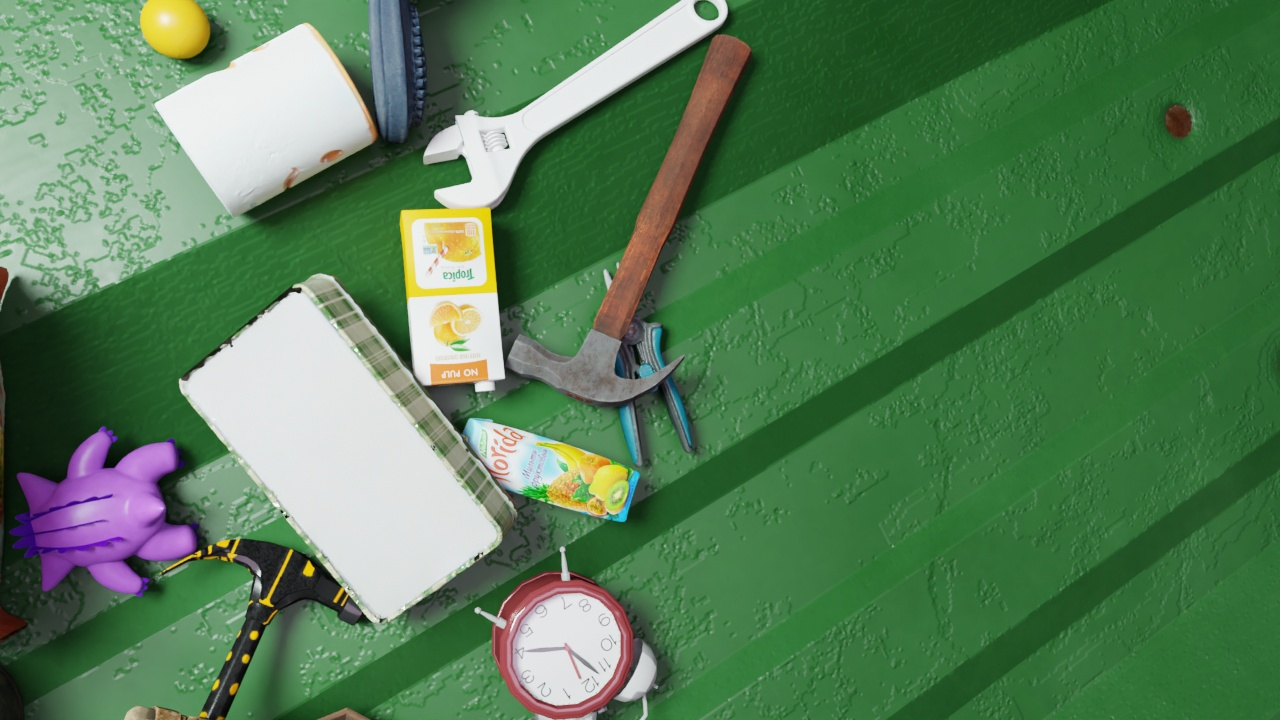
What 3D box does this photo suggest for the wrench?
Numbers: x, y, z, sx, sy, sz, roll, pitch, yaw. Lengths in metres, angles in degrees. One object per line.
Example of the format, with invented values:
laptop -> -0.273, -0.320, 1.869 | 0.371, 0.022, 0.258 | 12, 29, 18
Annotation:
wrench -> -0.040, -0.197, 0.668 | 0.272, 0.018, 0.066 | -38, 88, -16

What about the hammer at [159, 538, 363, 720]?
hammer -> -0.270, 0.254, 0.517 | 0.123, 0.036, 0.319 | 28, 58, -18

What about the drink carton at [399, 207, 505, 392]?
drink carton -> -0.128, -0.038, 0.624 | 0.058, 0.040, 0.122 | -5, 88, -16

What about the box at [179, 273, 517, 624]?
box -> -0.182, 0.057, 0.582 | 0.118, 0.050, 0.205 | -37, 95, 13

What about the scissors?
scissors -> 0.004, 0.006, 0.669 | 0.144, 0.019, 0.126 | 34, 79, -5

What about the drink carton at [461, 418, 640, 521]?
drink carton -> -0.067, 0.076, 0.635 | 0.129, 0.039, 0.044 | 19, 82, -13

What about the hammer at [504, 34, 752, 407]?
hammer -> 0.015, -0.107, 0.666 | 0.111, 0.028, 0.300 | 23, 77, -1

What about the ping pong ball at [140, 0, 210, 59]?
ping pong ball -> -0.298, -0.214, 0.588 | 0.040, 0.040, 0.040 | 1, 86, -16

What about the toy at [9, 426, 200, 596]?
toy -> -0.323, 0.094, 0.553 | 0.088, 0.056, 0.106 | -12, 93, -16

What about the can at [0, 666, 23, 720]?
can -> -0.409, 0.214, 0.513 | 0.089, 0.075, 0.090 | 1, 85, -17

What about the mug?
mug -> -0.234, -0.151, 0.580 | 0.105, 0.082, 0.082 | -34, 96, -14

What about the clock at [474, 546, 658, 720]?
clock -> -0.047, 0.202, 0.628 | 0.096, 0.048, 0.137 | -34, 95, -15

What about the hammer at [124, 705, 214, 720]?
hammer -> -0.141, 0.255, 0.546 | 0.318, 0.049, 0.121 | 22, 88, -22

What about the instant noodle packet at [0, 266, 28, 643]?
instant noodle packet -> -0.385, 0.046, 0.484 | 0.084, 0.164, 0.220 | 5, 84, -14

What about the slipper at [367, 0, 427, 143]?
slipper -> -0.143, -0.277, 0.606 | 0.082, 0.101, 0.263 | -3, 91, -15

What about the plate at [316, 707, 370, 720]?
plate -> -0.199, 0.291, 0.592 | 0.131, 0.025, 0.131 | 1, 86, -16
